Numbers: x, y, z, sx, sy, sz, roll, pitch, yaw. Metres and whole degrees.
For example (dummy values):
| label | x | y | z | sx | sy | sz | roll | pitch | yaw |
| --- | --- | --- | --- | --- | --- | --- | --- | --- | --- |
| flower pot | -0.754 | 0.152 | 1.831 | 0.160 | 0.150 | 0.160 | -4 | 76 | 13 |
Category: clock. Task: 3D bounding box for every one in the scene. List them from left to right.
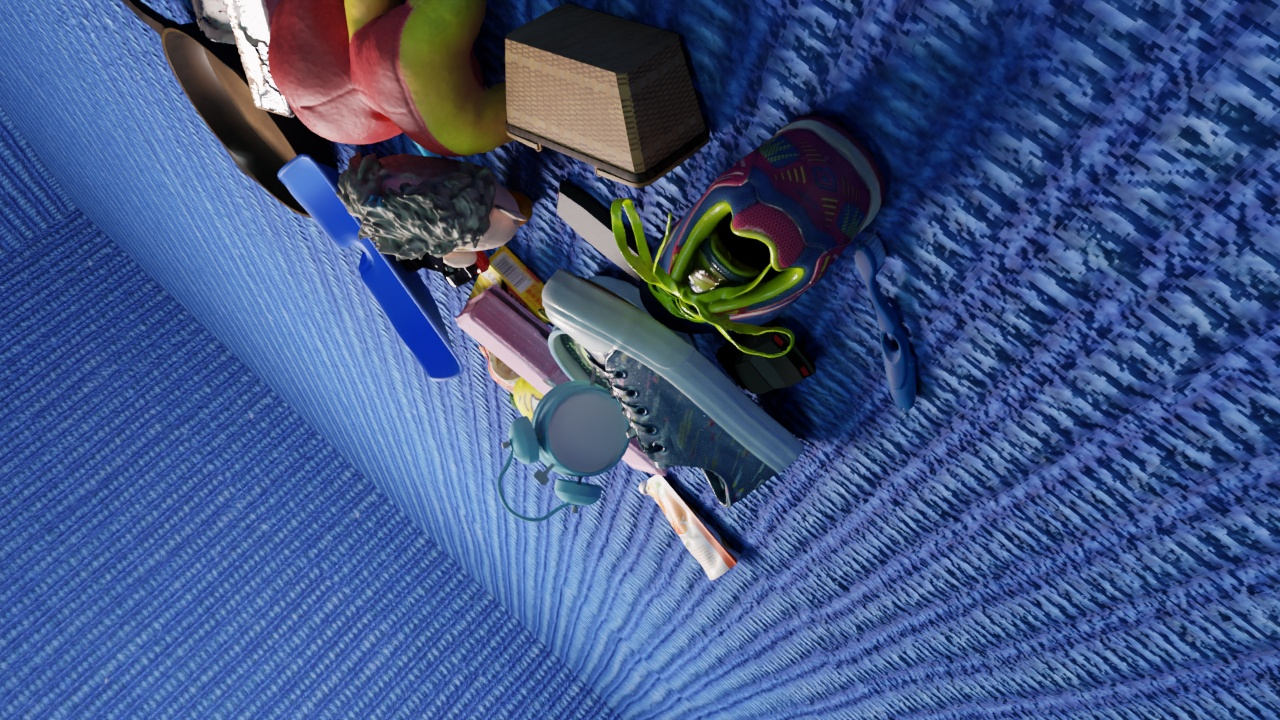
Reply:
| label | x | y | z | sx | sy | sz | roll | pitch | yaw |
| --- | --- | --- | --- | --- | --- | --- | --- | --- | --- |
| clock | -0.056 | 0.066 | 0.685 | 0.087 | 0.123 | 0.042 | 45 | 166 | -13 |
| clock | -0.004 | 0.004 | 0.728 | 0.162 | 0.060 | 0.118 | 47 | 156 | -15 |

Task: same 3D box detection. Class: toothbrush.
| label | x | y | z | sx | sy | sz | roll | pitch | yaw |
| --- | --- | --- | --- | --- | --- | --- | --- | --- | --- |
| toothbrush | 0.139 | -0.017 | 0.512 | 0.021 | 0.016 | 0.132 | 23 | 151 | 42 |

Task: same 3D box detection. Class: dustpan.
| label | x | y | z | sx | sy | sz | roll | pitch | yaw |
| --- | --- | --- | --- | --- | --- | --- | --- | --- | --- |
| dustpan | -0.280 | -0.110 | 0.953 | 0.245 | 0.059 | 0.257 | 58 | 179 | -23 |

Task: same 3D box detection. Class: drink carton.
| label | x | y | z | sx | sy | sz | roll | pitch | yaw |
| --- | --- | --- | --- | --- | --- | --- | --- | --- | --- |
| drink carton | 0.048 | 0.169 | 0.957 | 0.122 | 0.038 | 0.069 | 50 | 157 | 3 |

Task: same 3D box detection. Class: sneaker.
| label | x | y | z | sx | sy | sz | roll | pitch | yaw |
| --- | --- | --- | --- | --- | --- | --- | --- | --- | --- |
| sneaker | 0.017 | 0.029 | 0.626 | 0.235 | 0.079 | 0.087 | 38 | 180 | -30 |
| sneaker | 0.036 | -0.053 | 0.521 | 0.116 | 0.091 | 0.242 | 43 | 158 | -3 |

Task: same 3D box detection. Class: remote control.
| label | x | y | z | sx | sy | sz | roll | pitch | yaw |
| --- | --- | --- | --- | --- | --- | --- | --- | --- | --- |
| remote control | -0.013 | -0.081 | 0.659 | 0.125 | 0.010 | 0.039 | 40 | 157 | 9 |

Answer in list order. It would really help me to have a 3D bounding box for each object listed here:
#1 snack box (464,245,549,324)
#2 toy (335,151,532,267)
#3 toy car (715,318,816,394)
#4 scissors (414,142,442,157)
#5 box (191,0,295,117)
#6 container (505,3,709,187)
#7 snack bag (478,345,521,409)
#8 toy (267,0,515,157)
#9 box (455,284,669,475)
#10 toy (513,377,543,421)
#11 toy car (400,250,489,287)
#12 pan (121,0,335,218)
| label | x | y | z | sx | sy | sz | roll | pitch | yaw |
| --- | --- | --- | --- | --- | --- | --- | --- | --- | --- |
| snack box | -0.125 | -0.051 | 0.875 | 0.075 | 0.025 | 0.152 | 45 | 157 | -3 |
| toy | -0.136 | -0.105 | 0.657 | 0.133 | 0.175 | 0.076 | 12 | 100 | 23 |
| toy car | 0.079 | 0.003 | 0.614 | 0.042 | 0.036 | 0.092 | 49 | 157 | -10 |
| scissors | -0.195 | -0.203 | 0.759 | 0.133 | 0.015 | 0.104 | 46 | 161 | 8 |
| box | -0.299 | -0.280 | 0.696 | 0.217 | 0.095 | 0.107 | 125 | 133 | -67 |
| container | -0.023 | -0.149 | 0.503 | 0.114 | 0.063 | 0.061 | 29 | 145 | 33 |
| snack bag | -0.140 | 0.026 | 1.020 | 0.087 | 0.044 | 0.155 | 34 | 160 | 8 |
| toy | -0.176 | -0.203 | 0.624 | 0.216 | 0.098 | 0.148 | 18 | 138 | 38 |
| box | -0.064 | 0.019 | 0.843 | 0.233 | 0.046 | 0.098 | 40 | 168 | -12 |
| toy | -0.084 | 0.043 | 0.929 | 0.094 | 0.041 | 0.095 | 7 | 144 | 18 |
| toy car | -0.195 | -0.119 | 0.829 | 0.189 | 0.056 | 0.081 | 23 | 151 | 55 |
| pan | -0.448 | -0.304 | 0.961 | 0.356 | 0.043 | 0.249 | 49 | 157 | -10 |
